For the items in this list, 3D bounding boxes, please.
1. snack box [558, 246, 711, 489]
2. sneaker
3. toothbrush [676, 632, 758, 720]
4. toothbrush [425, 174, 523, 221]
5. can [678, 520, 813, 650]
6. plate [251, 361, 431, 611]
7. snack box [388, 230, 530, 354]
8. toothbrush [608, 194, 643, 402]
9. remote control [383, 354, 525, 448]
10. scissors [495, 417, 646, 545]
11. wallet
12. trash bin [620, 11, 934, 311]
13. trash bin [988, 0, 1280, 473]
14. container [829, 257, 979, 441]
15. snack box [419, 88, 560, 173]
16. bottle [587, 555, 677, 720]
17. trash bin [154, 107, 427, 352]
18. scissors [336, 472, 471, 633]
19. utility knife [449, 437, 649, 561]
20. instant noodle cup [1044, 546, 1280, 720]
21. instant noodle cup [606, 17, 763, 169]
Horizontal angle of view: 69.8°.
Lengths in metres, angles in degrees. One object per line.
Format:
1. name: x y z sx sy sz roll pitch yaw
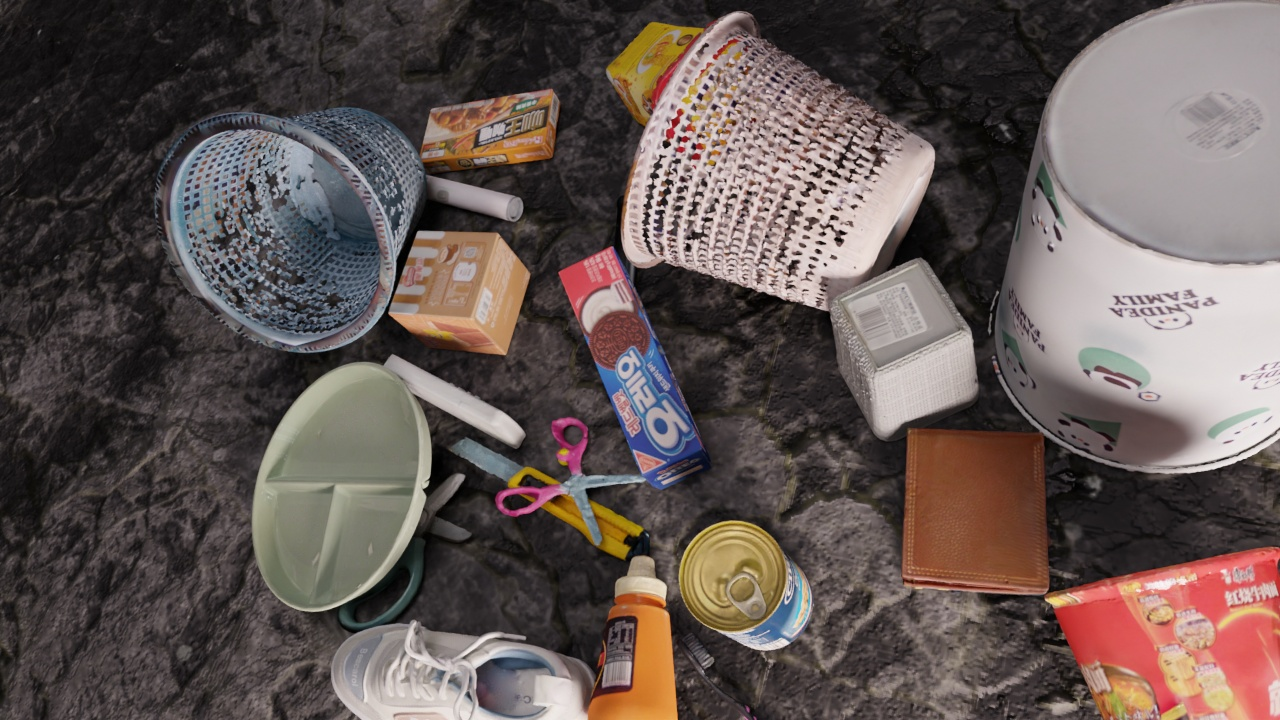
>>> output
1. snack box: -0.005 0.005 0.789 0.058 0.057 0.207 -25 68 3
2. sneaker: -0.154 0.254 0.722 0.243 0.091 0.089 -1 64 21
3. toothbrush: 0.092 0.271 0.667 0.017 0.014 0.189 -38 58 -15
4. toothbrush: -0.222 -0.186 0.996 0.221 0.026 0.027 18 110 27
5. can: 0.080 0.166 0.666 0.075 0.111 0.075 -8 64 18
6. plate: -0.275 0.113 0.841 0.231 0.027 0.229 -13 65 30
7. snack box: -0.173 -0.066 0.890 0.094 0.077 0.092 5 67 21
8. toothbrush: -0.016 -0.060 0.860 0.027 0.026 0.212 10 66 -15
9. remote control: -0.173 0.036 0.852 0.150 0.058 0.021 25 73 28
10. scissors: -0.063 0.105 0.789 0.136 0.017 0.133 -17 52 -10
11. wallet: 0.247 0.109 0.679 0.101 0.032 0.124 1 66 17
12. trash bin: 0.122 -0.142 0.755 0.192 0.227 0.227 28 77 16
13. trash bin: 0.352 -0.074 0.597 0.230 0.252 0.229 -8 63 16
14. container: 0.201 -0.009 0.702 0.090 0.114 0.090 -26 60 6
15. snack box: -0.165 -0.250 1.006 0.154 0.026 0.075 -3 65 19
16. bottle: -0.003 0.222 0.701 0.067 0.067 0.149 -7 56 17
17. trash bin: -0.310 -0.151 0.896 0.227 0.227 0.194 -9 27 16
18. scissors: -0.240 0.157 0.843 0.170 0.019 0.174 29 79 31
19. utility knife: -0.085 0.118 0.805 0.231 0.015 0.033 24 73 28
20. instant noodle cup: 0.334 0.181 0.556 0.138 0.138 0.108 -16 69 12
21. instant noodle cup: 0.041 -0.268 0.895 0.116 0.116 0.124 -48 48 -6
